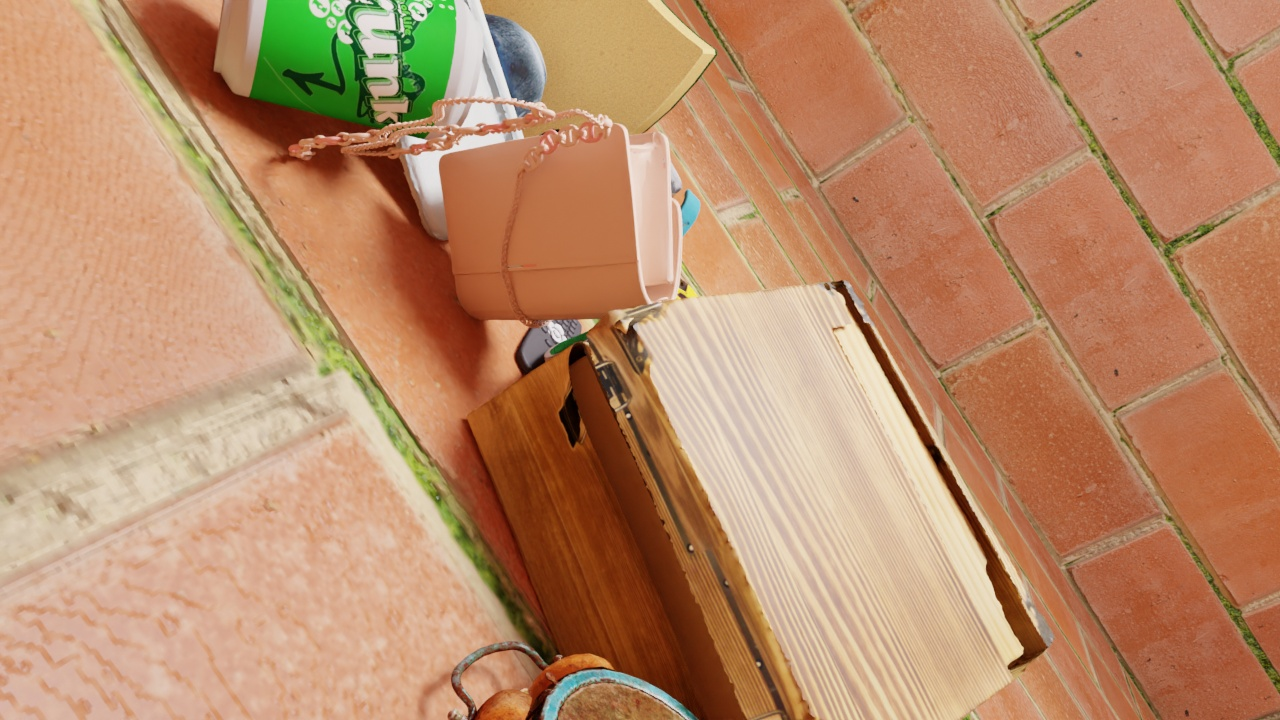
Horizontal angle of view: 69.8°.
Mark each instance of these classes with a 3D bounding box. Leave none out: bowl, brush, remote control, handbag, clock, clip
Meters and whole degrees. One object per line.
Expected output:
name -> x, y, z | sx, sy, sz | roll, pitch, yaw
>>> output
bowl -> -0.116, -0.252, 0.793 | 0.110, 0.055, 0.110 | 55, -19, 29
brush -> -0.073, -0.315, 0.846 | 0.250, 0.195, 0.075 | 55, 21, -7
remote control -> -0.067, -0.014, 0.696 | 0.046, 0.009, 0.124 | 50, 22, -19
handbag -> -0.093, -0.075, 0.546 | 0.186, 0.199, 0.116 | -11, 100, -55
clock -> -0.027, 0.192, 0.407 | 0.157, 0.073, 0.121 | 43, 19, 21
clip -> 0.016, -0.128, 0.974 | 0.033, 0.119, 0.120 | 43, 70, -31

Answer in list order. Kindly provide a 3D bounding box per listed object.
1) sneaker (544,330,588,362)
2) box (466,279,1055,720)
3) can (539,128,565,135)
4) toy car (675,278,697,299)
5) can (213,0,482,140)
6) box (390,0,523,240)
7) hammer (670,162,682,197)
sneaker -> -0.004, 0.004, 0.699 | 0.079, 0.084, 0.235 | 66, 13, 1
box -> 0.072, 0.106, 0.557 | 0.258, 0.221, 0.279 | 9, 53, -60
can -> -0.053, -0.137, 0.796 | 0.138, 0.054, 0.053 | 61, 12, -49
toy car -> 0.046, -0.062, 0.988 | 0.107, 0.030, 0.049 | 49, 23, -17
can -> -0.171, -0.186, 0.541 | 0.139, 0.088, 0.087 | 8, 47, -27
box -> -0.133, -0.206, 0.672 | 0.185, 0.084, 0.211 | -70, 145, -70
hammer -> 0.012, -0.192, 1.036 | 0.052, 0.098, 0.327 | 58, 15, -4
